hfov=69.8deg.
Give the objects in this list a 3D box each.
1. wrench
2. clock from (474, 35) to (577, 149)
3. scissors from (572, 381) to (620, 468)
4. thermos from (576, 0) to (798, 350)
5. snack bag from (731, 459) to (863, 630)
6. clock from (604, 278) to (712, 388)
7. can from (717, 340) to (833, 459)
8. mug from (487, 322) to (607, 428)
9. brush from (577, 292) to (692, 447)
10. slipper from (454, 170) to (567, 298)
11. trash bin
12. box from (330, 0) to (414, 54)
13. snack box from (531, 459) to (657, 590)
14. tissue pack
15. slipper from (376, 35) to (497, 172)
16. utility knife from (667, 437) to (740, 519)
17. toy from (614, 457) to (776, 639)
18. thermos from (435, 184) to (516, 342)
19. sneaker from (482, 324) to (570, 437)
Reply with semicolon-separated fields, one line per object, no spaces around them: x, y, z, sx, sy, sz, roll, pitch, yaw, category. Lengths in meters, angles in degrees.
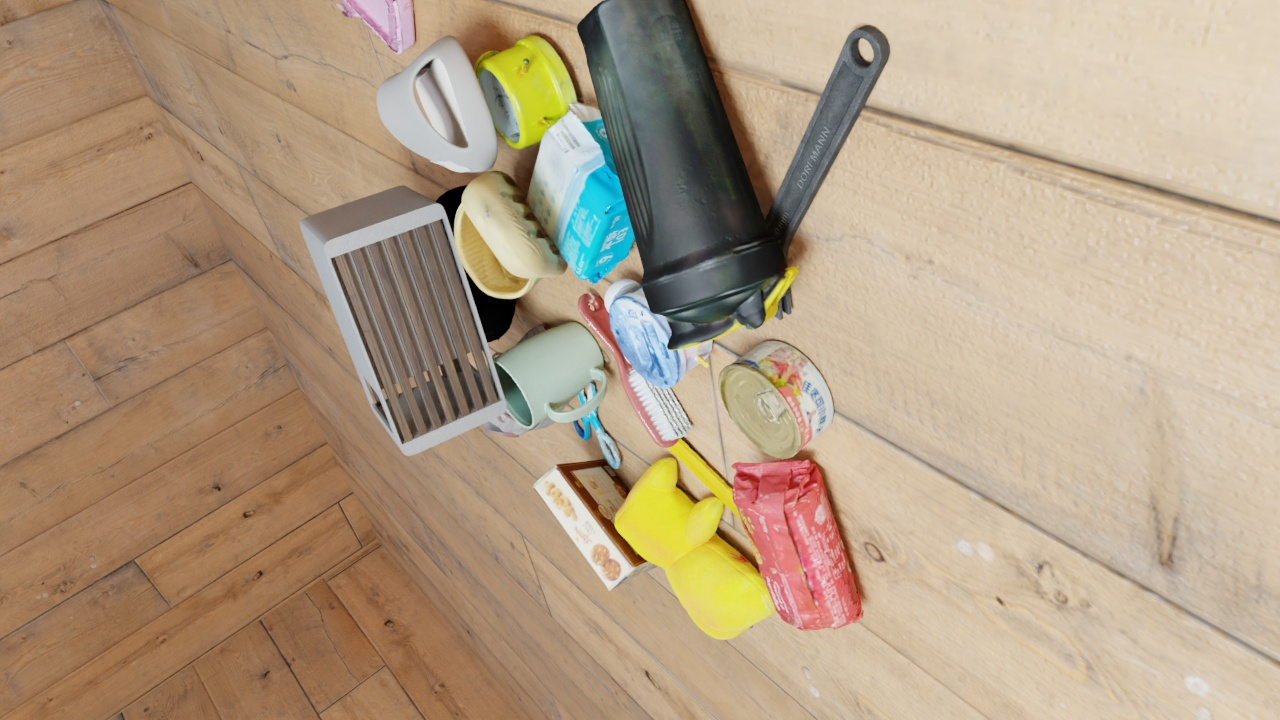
0.098;-0.103;0.596;0.073;0.018;0.274;49;152;18;wrench
-0.098;-0.219;0.761;0.119;0.057;0.083;22;139;60;clock
-0.065;0.061;1.082;0.118;0.013;0.140;20;137;57;scissors
0.028;-0.122;0.594;0.098;0.098;0.221;-8;101;63;thermos
0.133;0.159;0.770;0.082;0.082;0.176;16;134;54;snack bag
0.009;-0.028;0.800;0.125;0.051;0.089;20;137;52;clock
0.104;0.030;0.709;0.086;0.043;0.086;41;151;29;can
-0.087;0.019;0.961;0.111;0.103;0.084;40;150;33;mug
-0.005;0.005;0.887;0.030;0.040;0.172;-32;89;48;brush
-0.125;-0.106;0.797;0.111;0.079;0.261;59;-177;-7;slipper
-0.235;-0.042;0.918;0.114;0.114;0.229;32;141;55;trash bin
-0.291;-0.413;0.899;0.201;0.037;0.153;47;151;19;box
-0.038;0.181;1.048;0.143;0.041;0.147;50;-166;15;snack box
-0.042;-0.134;0.753;0.093;0.061;0.145;55;154;12;tissue pack
-0.191;-0.219;0.822;0.266;0.080;0.113;-139;30;-68;slipper
0.066;0.114;0.908;0.159;0.017;0.030;46;158;22;utility knife
0.053;0.203;0.955;0.194;0.087;0.135;51;151;12;toy
-0.181;-0.093;1.018;0.086;0.086;0.199;46;153;21;thermos
-0.151;0.039;1.108;0.099;0.089;0.237;57;156;15;sneaker
